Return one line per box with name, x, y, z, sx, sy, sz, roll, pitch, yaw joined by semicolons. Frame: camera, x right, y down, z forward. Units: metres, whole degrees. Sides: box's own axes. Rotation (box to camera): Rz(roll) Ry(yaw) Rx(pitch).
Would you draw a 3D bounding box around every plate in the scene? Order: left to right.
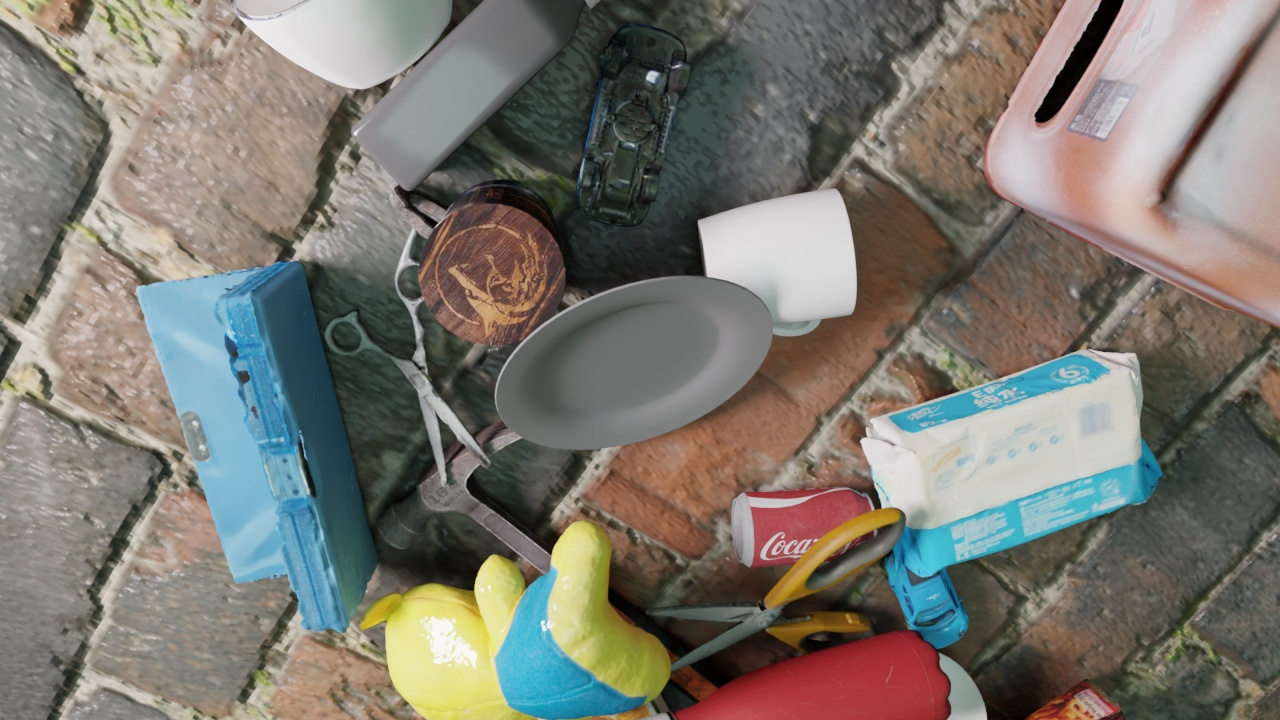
plate;-0.004;0.003;0.574;0.178;0.012;0.179;-14;148;-9
plate;0.219;0.283;0.730;0.104;0.026;0.104;-3;66;6

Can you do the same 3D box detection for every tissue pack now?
tissue pack;0.269;0.071;0.659;0.209;0.066;0.117;-18;110;0

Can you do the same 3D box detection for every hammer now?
hammer;-0.028;0.167;0.682;0.138;0.035;0.314;-44;109;10

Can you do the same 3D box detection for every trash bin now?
trash bin;0.379;-0.125;0.550;0.259;0.157;0.182;23;106;-14

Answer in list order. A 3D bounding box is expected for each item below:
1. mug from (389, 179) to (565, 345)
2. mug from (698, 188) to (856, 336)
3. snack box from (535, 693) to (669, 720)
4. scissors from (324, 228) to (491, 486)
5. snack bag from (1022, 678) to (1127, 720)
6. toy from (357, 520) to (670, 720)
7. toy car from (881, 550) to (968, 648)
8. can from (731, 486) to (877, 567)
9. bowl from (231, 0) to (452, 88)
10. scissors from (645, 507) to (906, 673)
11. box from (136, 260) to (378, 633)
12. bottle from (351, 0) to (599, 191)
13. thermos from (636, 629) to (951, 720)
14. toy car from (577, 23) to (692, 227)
mug;-0.101;-0.072;0.548;0.115;0.107;0.080;27;105;-14
mug;0.087;-0.052;0.598;0.088;0.080;0.114;-8;141;3
snack box;-0.049;0.310;0.717;0.168;0.027;0.132;-20;111;16
scissors;-0.139;0.000;0.605;0.141;0.014;0.147;32;101;1
snack bag;0.296;0.341;0.745;0.208;0.066;0.139;-34;145;5
toy;-0.091;0.199;0.622;0.214;0.083;0.149;-17;114;28
toy car;0.225;0.185;0.714;0.048;0.032;0.105;-24;112;3
can;0.118;0.121;0.668;0.096;0.054;0.054;-3;110;-5
bowl;-0.154;-0.201;0.499;0.116;0.116;0.066;-32;139;6
scissors;0.111;0.173;0.659;0.225;0.016;0.230;14;127;-30
box;-0.255;0.061;0.593;0.112;0.094;0.232;-8;111;0
bottle;-0.083;-0.176;0.526;0.174;0.083;0.046;-41;108;8
thermos;0.106;0.259;0.673;0.239;0.073;0.073;-10;111;-12
toy car;-0.008;-0.144;0.565;0.056;0.043;0.120;11;110;-10
